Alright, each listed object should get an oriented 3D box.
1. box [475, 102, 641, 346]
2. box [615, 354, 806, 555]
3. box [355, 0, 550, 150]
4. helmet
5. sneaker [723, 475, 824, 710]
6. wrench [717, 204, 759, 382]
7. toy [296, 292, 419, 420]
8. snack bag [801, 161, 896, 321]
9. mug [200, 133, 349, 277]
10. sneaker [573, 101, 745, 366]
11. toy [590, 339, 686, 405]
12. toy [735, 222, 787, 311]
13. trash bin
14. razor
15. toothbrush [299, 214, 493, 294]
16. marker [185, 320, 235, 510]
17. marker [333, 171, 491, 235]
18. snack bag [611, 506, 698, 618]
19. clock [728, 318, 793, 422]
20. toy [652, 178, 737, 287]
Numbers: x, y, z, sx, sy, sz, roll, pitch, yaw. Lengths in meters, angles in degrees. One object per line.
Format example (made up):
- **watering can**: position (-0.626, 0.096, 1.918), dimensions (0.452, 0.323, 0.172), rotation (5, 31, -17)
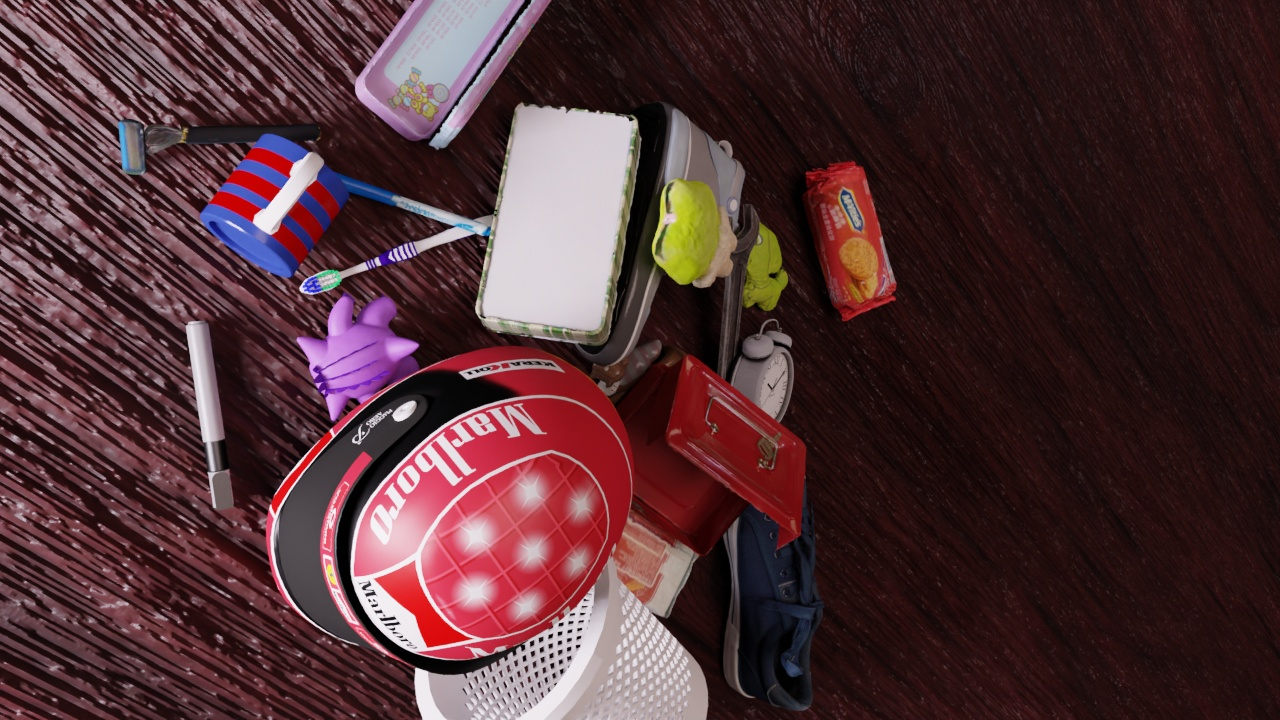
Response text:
- **box**: position (-0.069, -0.120, 0.799), dimensions (0.118, 0.050, 0.205), rotation (6, 78, 6)
- **box**: position (0.045, 0.098, 0.848), dimensions (0.157, 0.166, 0.151), rotation (38, 41, -15)
- **box**: position (-0.135, -0.281, 0.762), dimensions (0.089, 0.093, 0.213), rotation (39, 69, -29)
- **helmet**: position (-0.129, 0.109, 0.661), dimensions (0.270, 0.225, 0.198), rotation (-37, 114, -17)
- **sneaker**: position (0.150, 0.219, 0.931), dimensions (0.120, 0.127, 0.294), rotation (-6, 99, -38)
- **wrench**: position (0.090, -0.021, 0.932), dimensions (0.069, 0.010, 0.273), rotation (-13, 112, -52)
- **toy**: position (-0.221, -0.001, 0.727), dimensions (0.087, 0.056, 0.106), rotation (-28, 114, -27)
- **snack bag**: position (0.235, -0.138, 1.037), dimensions (0.082, 0.082, 0.176), rotation (-27, 106, -32)
- **mug**: position (-0.260, -0.114, 0.664), dimensions (0.075, 0.112, 0.076), rotation (38, 70, -24)
- **sneaker**: position (0.028, -0.107, 0.890), dimensions (0.160, 0.093, 0.256), rotation (19, 81, -42)
- **toy**: position (-0.005, 0.005, 0.889), dimensions (0.101, 0.042, 0.055), rotation (-35, 121, -24)
- **toy**: position (0.126, -0.102, 0.983), dimensions (0.094, 0.036, 0.093), rotation (10, 88, -41)
- **trash bin**: position (-0.050, 0.266, 0.785), dimensions (0.199, 0.196, 0.195), rotation (47, 65, -37)
- **razor**: position (-0.311, -0.167, 0.686), dimensions (0.144, 0.022, 0.043), rotation (-16, 142, -38)
- **toothbrush**: position (-0.196, -0.092, 0.769), dimensions (0.186, 0.016, 0.015), rotation (-27, 103, -31)
- **marker**: position (-0.320, 0.041, 0.683), dimensions (0.016, 0.016, 0.140), rotation (-9, 96, -35)
- **marker**: position (-0.191, -0.129, 0.764), dimensions (0.141, 0.013, 0.013), rotation (16, 81, -27)
- **snack bag**: position (-0.041, 0.162, 0.867), dimensions (0.225, 0.041, 0.077), rotation (39, 70, -31)
- **clock**: position (0.129, 0.017, 0.959), dimensions (0.094, 0.035, 0.123), rotation (-15, 115, -57)
- **toy**: position (0.053, -0.110, 0.826), dimensions (0.117, 0.043, 0.092), rotation (17, 82, -54)
